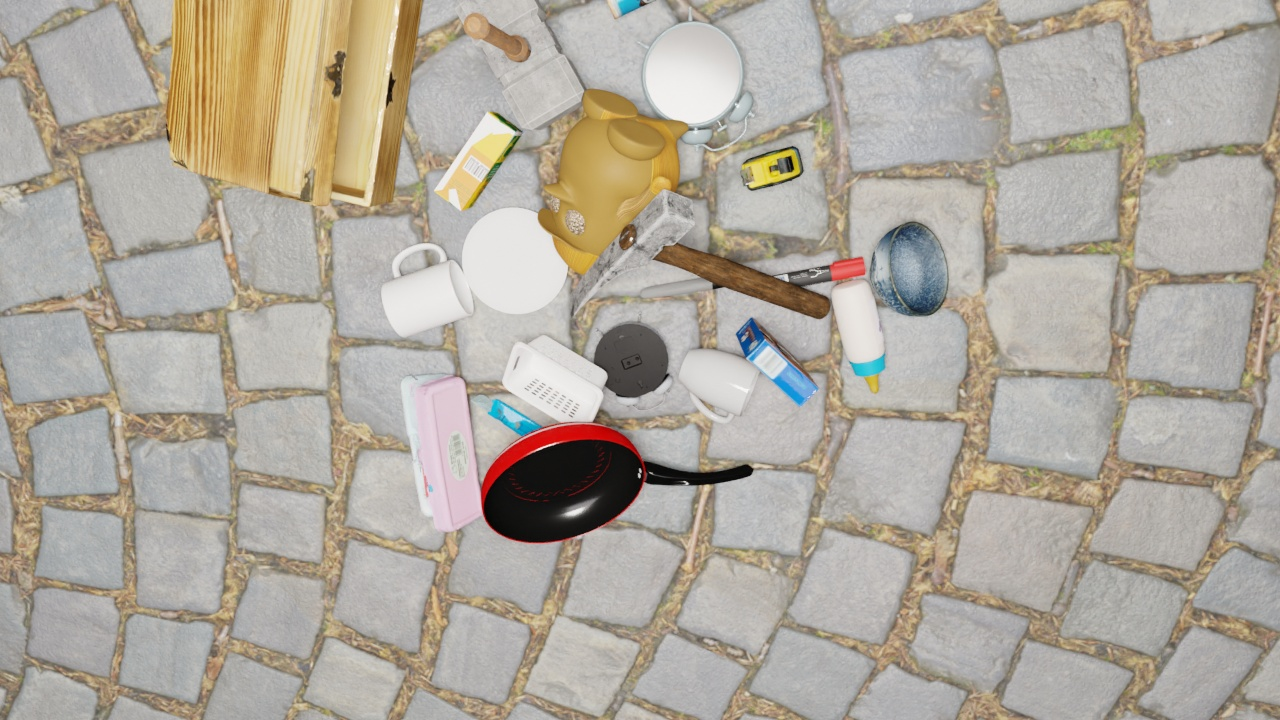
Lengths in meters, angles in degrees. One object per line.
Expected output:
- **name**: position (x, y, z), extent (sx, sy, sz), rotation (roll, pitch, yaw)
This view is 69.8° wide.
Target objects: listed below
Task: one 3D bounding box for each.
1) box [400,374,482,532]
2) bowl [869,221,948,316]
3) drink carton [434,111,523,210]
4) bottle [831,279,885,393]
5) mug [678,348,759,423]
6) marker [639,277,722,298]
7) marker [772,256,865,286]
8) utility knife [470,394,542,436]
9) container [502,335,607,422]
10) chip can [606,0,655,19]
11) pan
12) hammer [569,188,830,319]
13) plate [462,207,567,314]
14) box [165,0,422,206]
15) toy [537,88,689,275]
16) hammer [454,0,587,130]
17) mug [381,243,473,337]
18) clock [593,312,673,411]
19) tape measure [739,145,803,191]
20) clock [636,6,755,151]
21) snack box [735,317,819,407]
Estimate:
- **box**: position (-0.271, 0.118, 1.210), extent (0.095, 0.087, 0.202), rotation (4, 107, 37)
- **bowl**: position (0.315, -0.107, 1.113), extent (0.114, 0.061, 0.114), rotation (5, 83, -37)
- **drink carton**: position (-0.198, -0.239, 1.113), extent (0.041, 0.058, 0.123), rotation (36, 103, -6)
- **bottle**: position (0.278, -0.027, 1.147), extent (0.051, 0.051, 0.146), rotation (-16, 103, 6)
- **mug**: position (0.094, 0.035, 1.169), extent (0.089, 0.071, 0.107), rotation (22, 133, 11)
- **marker**: position (0.067, -0.097, 1.160), extent (0.139, 0.016, 0.022), rotation (-8, 72, 5)
- **marker**: position (0.206, -0.105, 1.146), extent (0.145, 0.021, 0.023), rotation (-10, 111, 5)
- **utility knife**: position (-0.149, 0.094, 1.217), extent (0.173, 0.015, 0.031), rotation (33, 98, -4)
- **container**: position (-0.103, 0.025, 1.159), extent (0.129, 0.049, 0.081), rotation (31, 130, 7)
- **chip can**: position (0.060, -0.468, 1.037), extent (0.230, 0.079, 0.080), rotation (-22, 102, 7)
- **pan**: position (-0.028, 0.148, 1.179), extent (0.355, 0.067, 0.209), rotation (-7, 137, -17)
- **hammer**: position (0.085, -0.083, 1.105), extent (0.300, 0.037, 0.218), rotation (16, 143, -30)
- **plate**: position (-0.159, -0.126, 1.164), extent (0.134, 0.011, 0.135), rotation (1, 104, 3)
- **box**: position (-0.410, -0.333, 1.027), extent (0.257, 0.215, 0.279), rotation (13, 106, 1)
- **toy**: position (-0.045, -0.194, 1.071), extent (0.162, 0.198, 0.204), rotation (-1, 132, -34)
- **hammer**: position (-0.139, -0.331, 0.955), extent (0.083, 0.317, 0.163), rotation (-28, 101, 9)
- **mug**: position (-0.271, -0.094, 1.153), extent (0.090, 0.074, 0.110), rotation (-18, 76, 7)
- **clock**: position (-0.007, 0.007, 1.177), extent (0.094, 0.035, 0.122), rotation (-20, 103, 7)
- **tape measure**: position (0.157, -0.228, 1.093), extent (0.072, 0.071, 0.042), rotation (-16, 98, 13)
- **clock**: position (0.068, -0.326, 1.087), extent (0.123, 0.045, 0.159), rotation (-30, 99, 10)
- **snack box**: position (0.162, -0.001, 1.107), extent (0.087, 0.151, 0.034), rotation (42, 100, -8)
